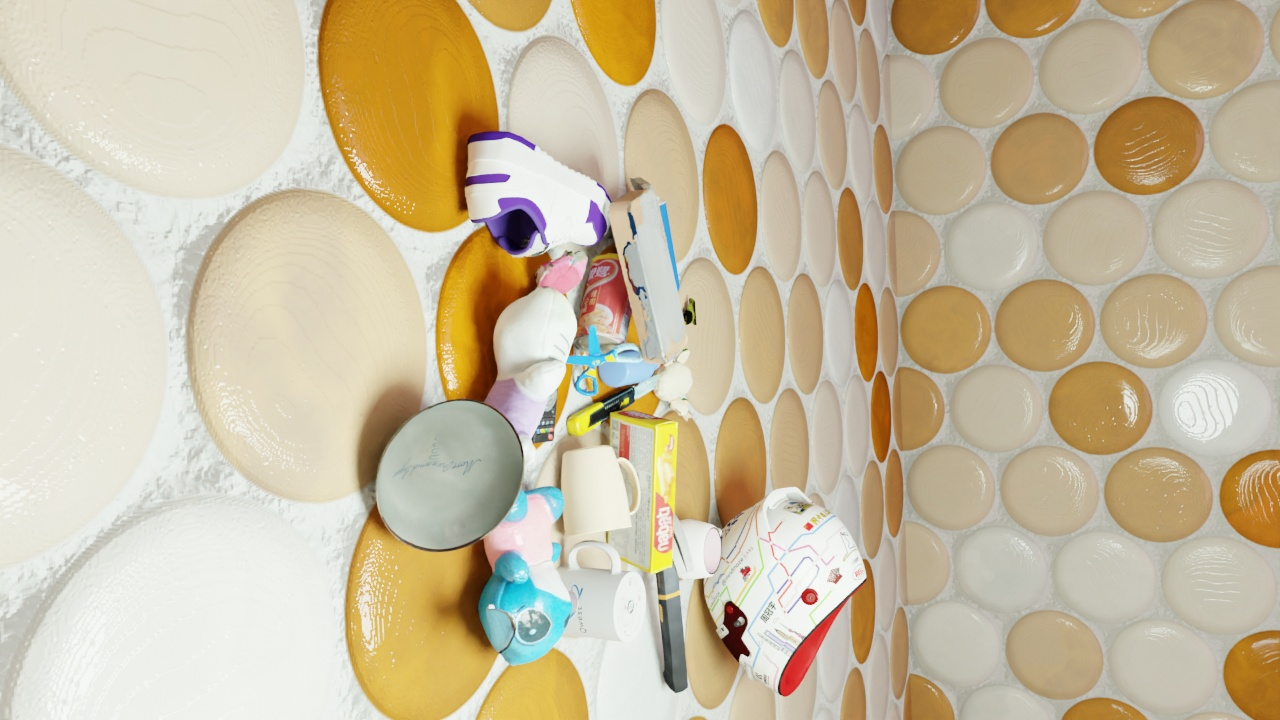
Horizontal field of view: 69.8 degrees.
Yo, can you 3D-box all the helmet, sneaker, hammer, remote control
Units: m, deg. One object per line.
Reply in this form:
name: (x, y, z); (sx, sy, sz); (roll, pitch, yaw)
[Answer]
helmet: (0.217, 0.365, 1.500); (0.230, 0.236, 0.315); (-17, 137, -53)
sneaker: (-0.112, -0.162, 1.052); (0.244, 0.092, 0.111); (25, 68, -56)
hammer: (0.039, 0.345, 1.317); (0.035, 0.139, 0.313); (-15, 117, -21)
remote control: (-0.116, 0.029, 1.103); (0.045, 0.021, 0.140); (2, 92, -61)

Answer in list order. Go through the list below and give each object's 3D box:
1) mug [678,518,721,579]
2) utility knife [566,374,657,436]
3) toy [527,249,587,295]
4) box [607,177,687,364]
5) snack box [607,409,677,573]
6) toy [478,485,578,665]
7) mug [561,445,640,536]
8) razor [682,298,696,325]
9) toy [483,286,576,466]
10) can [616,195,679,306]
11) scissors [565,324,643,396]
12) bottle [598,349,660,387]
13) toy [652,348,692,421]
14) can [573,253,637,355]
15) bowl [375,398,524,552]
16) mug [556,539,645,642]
mug: (0.083, 0.283, 1.409); (0.123, 0.076, 0.090); (-29, 114, -60)
utility knife: (-0.031, 0.056, 1.256); (0.233, 0.020, 0.029); (-29, 117, -57)
toy: (-0.109, -0.094, 1.096); (0.102, 0.050, 0.065); (-56, 161, 8)
box: (0.014, -0.117, 1.171); (0.156, 0.071, 0.217); (-92, 169, -68)
snack box: (0.001, 0.171, 1.211); (0.042, 0.092, 0.201); (-7, 102, -42)
toy: (-0.128, 0.229, 0.984); (0.224, 0.099, 0.191); (38, 49, -73)
mug: (-0.048, 0.161, 1.147); (0.111, 0.085, 0.104); (-2, 79, -40)
razor: (0.062, -0.049, 1.444); (0.143, 0.021, 0.044); (-57, 146, -55)
toy: (-0.130, 0.019, 0.998); (0.138, 0.085, 0.209); (133, -28, -68)
can: (0.007, -0.153, 1.285); (0.078, 0.079, 0.146); (-38, 122, -57)
scissors: (-0.052, 0.000, 1.157); (0.126, 0.130, 0.014); (87, -17, -48)
bottle: (-0.008, 0.007, 1.281); (0.131, 0.048, 0.048); (-9, 97, -62)
toy: (0.050, 0.034, 1.390); (0.087, 0.050, 0.112); (-15, 107, -56)
can: (-0.043, -0.072, 1.197); (0.066, 0.067, 0.124); (45, 50, -53)
bowl: (-0.190, 0.104, 0.888); (0.150, 0.057, 0.151); (-9, 107, -29)
mug: (-0.056, 0.278, 1.120); (0.083, 0.096, 0.119); (-12, 99, -62)
